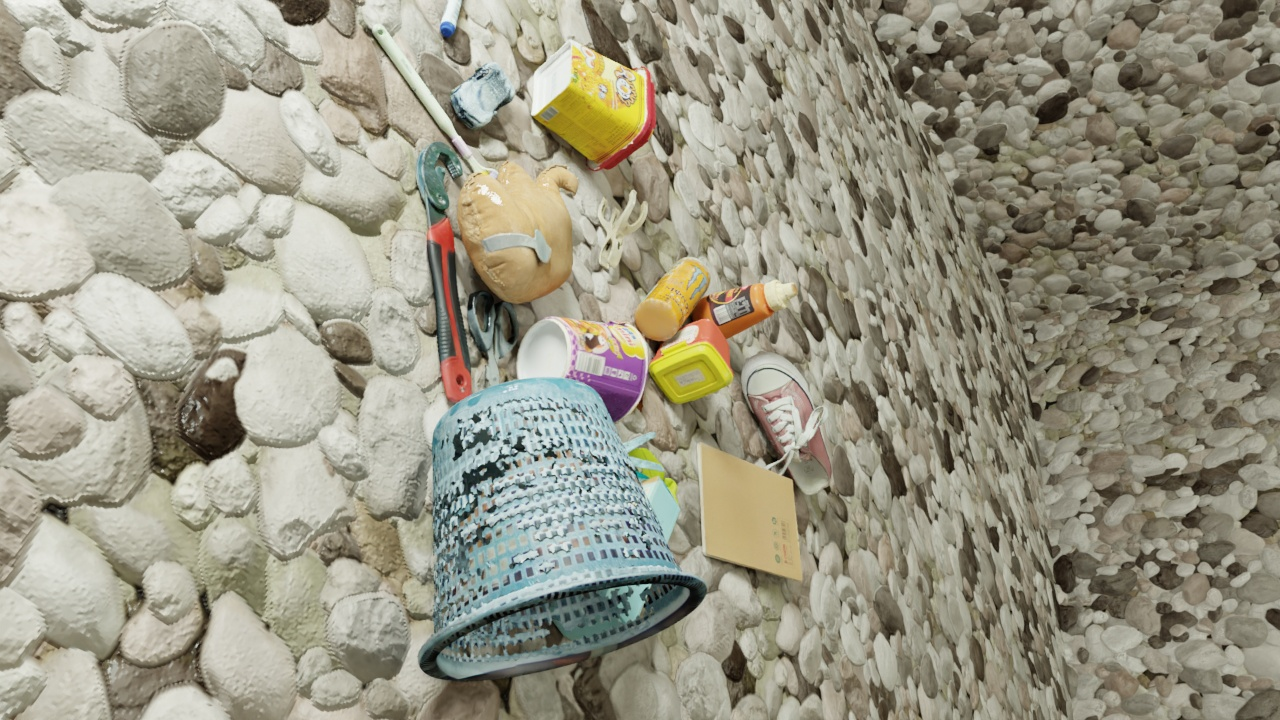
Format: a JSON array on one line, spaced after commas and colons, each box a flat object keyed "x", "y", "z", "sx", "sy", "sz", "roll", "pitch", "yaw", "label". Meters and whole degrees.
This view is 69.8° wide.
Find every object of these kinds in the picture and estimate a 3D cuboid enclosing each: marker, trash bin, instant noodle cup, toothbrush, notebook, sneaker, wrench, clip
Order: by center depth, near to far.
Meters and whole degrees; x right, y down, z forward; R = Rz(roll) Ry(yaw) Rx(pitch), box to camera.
[{"x": -0.080, "y": 0.130, "z": 0.751, "sx": 0.226, "sy": 0.227, "sz": 0.195, "roll": 24, "pitch": 42, "yaw": -50, "label": "trash bin"}, {"x": -0.185, "y": -0.090, "z": 0.871, "sx": 0.056, "sy": 0.016, "sz": 0.273, "roll": 18, "pitch": 58, "yaw": -52, "label": "wrench"}, {"x": -0.206, "y": -0.253, "z": 0.924, "sx": 0.189, "sy": 0.029, "sz": 0.020, "roll": 55, "pitch": -7, "yaw": -22, "label": "toothbrush"}, {"x": -0.064, "y": 0.006, "z": 0.930, "sx": 0.099, "sy": 0.112, "sz": 0.111, "roll": 13, "pitch": 62, "yaw": -43, "label": "instant noodle cup"}, {"x": -0.203, "y": -0.410, "z": 1.017, "sx": 0.017, "sy": 0.017, "sz": 0.145, "roll": 38, "pitch": 44, "yaw": -41, "label": "marker"}, {"x": -0.060, "y": -0.311, "z": 1.107, "sx": 0.123, "sy": 0.116, "sz": 0.116, "roll": 23, "pitch": 55, "yaw": -36, "label": "instant noodle cup"}, {"x": -0.035, "y": -0.164, "z": 1.139, "sx": 0.035, "sy": 0.095, "sz": 0.102, "roll": 35, "pitch": 86, "yaw": -45, "label": "clip"}, {"x": 0.146, "y": 0.203, "z": 1.212, "sx": 0.207, "sy": 0.008, "sz": 0.147, "roll": 25, "pitch": 53, "yaw": -41, "label": "notebook"}, {"x": 0.217, "y": 0.101, "z": 1.315, "sx": 0.087, "sy": 0.118, "sz": 0.241, "roll": -87, "pitch": 153, "yaw": -66, "label": "sneaker"}]

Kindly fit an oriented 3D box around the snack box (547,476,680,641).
[{"x": -0.023, "y": 0.194, "z": 0.911, "sx": 0.051, "sy": 0.074, "sz": 0.174, "roll": 57, "pitch": 34, "yaw": -21, "label": "snack box"}]

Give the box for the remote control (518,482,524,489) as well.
[{"x": -0.102, "y": 0.114, "z": 0.881, "sx": 0.058, "sy": 0.021, "sz": 0.150, "roll": 24, "pitch": 54, "yaw": -60, "label": "remote control"}]

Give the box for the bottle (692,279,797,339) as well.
[{"x": 0.144, "y": -0.073, "z": 1.246, "sx": 0.066, "sy": 0.150, "sz": 0.066, "roll": 33, "pitch": 47, "yaw": -45, "label": "bottle"}]

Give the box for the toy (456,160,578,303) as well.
[{"x": -0.112, "y": -0.137, "z": 0.948, "sx": 0.225, "sy": 0.083, "sz": 0.143, "roll": -53, "pitch": 132, "yaw": -65, "label": "toy"}]

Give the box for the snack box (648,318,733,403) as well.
[{"x": 0.065, "y": -0.003, "z": 1.145, "sx": 0.082, "sy": 0.091, "sz": 0.080, "roll": 53, "pitch": 29, "yaw": -28, "label": "snack box"}]

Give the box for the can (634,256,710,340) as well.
[{"x": 0.044, "y": -0.081, "z": 1.182, "sx": 0.058, "sy": 0.058, "sz": 0.145, "roll": 61, "pitch": 33, "yaw": -16, "label": "can"}]

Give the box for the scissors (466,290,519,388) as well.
[{"x": -0.149, "y": 0.013, "z": 0.878, "sx": 0.133, "sy": 0.014, "sz": 0.174, "roll": 55, "pitch": 37, "yaw": -26, "label": "scissors"}]

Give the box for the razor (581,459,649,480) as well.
[{"x": -0.042, "y": 0.111, "z": 0.959, "sx": 0.132, "sy": 0.028, "sz": 0.043, "roll": 24, "pitch": 57, "yaw": -37, "label": "razor"}]

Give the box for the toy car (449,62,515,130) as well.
[{"x": -0.168, "y": -0.287, "z": 0.991, "sx": 0.049, "sy": 0.031, "sz": 0.105, "roll": 55, "pitch": 35, "yaw": -23, "label": "toy car"}]

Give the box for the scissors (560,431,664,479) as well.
[{"x": -0.033, "y": 0.105, "z": 0.921, "sx": 0.135, "sy": 0.017, "sz": 0.107, "roll": 17, "pitch": 62, "yaw": -25, "label": "scissors"}]

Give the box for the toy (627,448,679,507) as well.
[{"x": 0.007, "y": 0.140, "z": 1.028, "sx": 0.096, "sy": 0.031, "sz": 0.100, "roll": -19, "pitch": 93, "yaw": -50, "label": "toy"}]

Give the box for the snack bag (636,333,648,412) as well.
[{"x": -0.006, "y": 0.006, "z": 1.086, "sx": 0.045, "sy": 0.026, "sz": 0.105, "roll": 44, "pitch": 40, "yaw": -51, "label": "snack bag"}]
